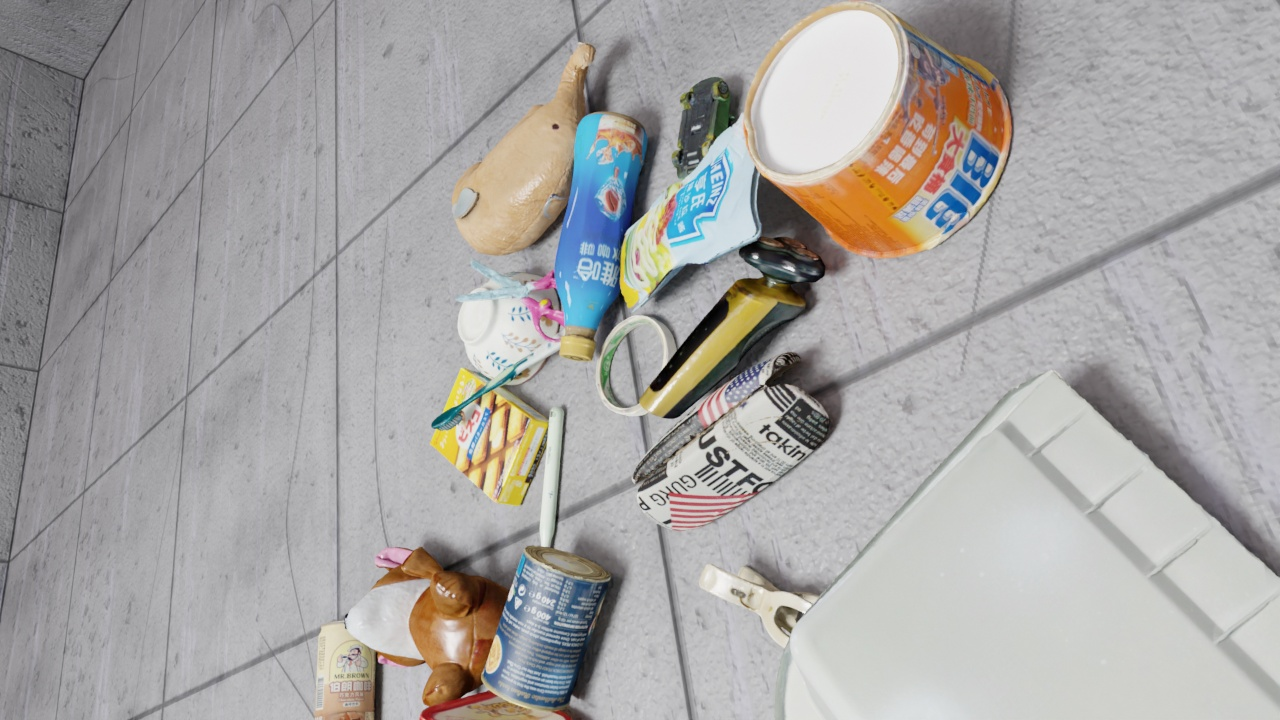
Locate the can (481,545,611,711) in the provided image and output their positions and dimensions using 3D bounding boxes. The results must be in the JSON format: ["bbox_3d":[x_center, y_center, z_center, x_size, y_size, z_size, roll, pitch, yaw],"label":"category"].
[{"bbox_3d":[-0.075,0.212,0.738,0.075,0.075,0.111,19,90,47],"label":"can"}]

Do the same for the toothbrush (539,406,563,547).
[{"bbox_3d":[-0.083,0.133,0.814,0.029,0.020,0.189,-11,68,45],"label":"toothbrush"}]

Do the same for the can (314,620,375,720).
[{"bbox_3d":[-0.304,0.331,0.946,0.059,0.058,0.116,-25,60,38],"label":"can"}]

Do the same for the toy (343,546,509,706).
[{"bbox_3d":[-0.199,0.239,0.833,0.200,0.130,0.140,1,83,55],"label":"toy"}]

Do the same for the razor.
[{"bbox_3d":[0.061,-0.023,0.669,0.168,0.067,0.062,-48,26,11],"label":"razor"}]

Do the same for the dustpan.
[{"bbox_3d":[0.192,0.182,0.497,0.257,0.143,0.222,-36,60,-3],"label":"dustpan"}]

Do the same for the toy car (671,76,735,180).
[{"bbox_3d":[0.054,-0.191,0.765,0.043,0.036,0.091,-3,78,46],"label":"toy car"}]

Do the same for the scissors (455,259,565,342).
[{"bbox_3d":[-0.104,-0.070,0.855,0.134,0.017,0.113,32,72,21],"label":"scissors"}]

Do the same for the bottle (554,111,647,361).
[{"bbox_3d":[-0.041,-0.108,0.815,0.065,0.065,0.218,0,77,46],"label":"bottle"}]

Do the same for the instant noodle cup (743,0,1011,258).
[{"bbox_3d":[0.147,-0.154,0.603,0.152,0.111,0.151,-17,65,42],"label":"instant noodle cup"}]

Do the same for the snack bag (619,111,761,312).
[{"bbox_3d":[0.040,-0.110,0.709,0.191,0.039,0.110,-32,38,59],"label":"snack bag"}]

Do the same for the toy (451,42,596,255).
[{"bbox_3d":[-0.101,-0.198,0.895,0.226,0.082,0.143,-42,53,26],"label":"toy"}]

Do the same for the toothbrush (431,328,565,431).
[{"bbox_3d":[-0.119,0.014,0.859,0.192,0.018,0.016,-33,44,11],"label":"toothbrush"}]

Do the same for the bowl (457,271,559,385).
[{"bbox_3d":[-0.138,-0.037,0.895,0.114,0.062,0.113,-19,63,42],"label":"bowl"}]

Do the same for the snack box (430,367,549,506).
[{"bbox_3d":[-0.147,0.071,0.890,0.140,0.033,0.087,30,98,48],"label":"snack box"}]

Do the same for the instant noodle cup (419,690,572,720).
[{"bbox_3d":[-0.116,0.341,0.722,0.117,0.116,0.124,5,93,46],"label":"instant noodle cup"}]

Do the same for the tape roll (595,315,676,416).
[{"bbox_3d":[-0.005,0.005,0.779,0.086,0.014,0.085,-17,66,42],"label":"tape roll"}]

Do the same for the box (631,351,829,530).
[{"bbox_3d":[0.059,0.052,0.673,0.163,0.076,0.087,-42,29,32],"label":"box"}]

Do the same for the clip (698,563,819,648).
[{"bbox_3d":[0.090,0.164,0.613,0.100,0.071,0.034,18,92,41],"label":"clip"}]
